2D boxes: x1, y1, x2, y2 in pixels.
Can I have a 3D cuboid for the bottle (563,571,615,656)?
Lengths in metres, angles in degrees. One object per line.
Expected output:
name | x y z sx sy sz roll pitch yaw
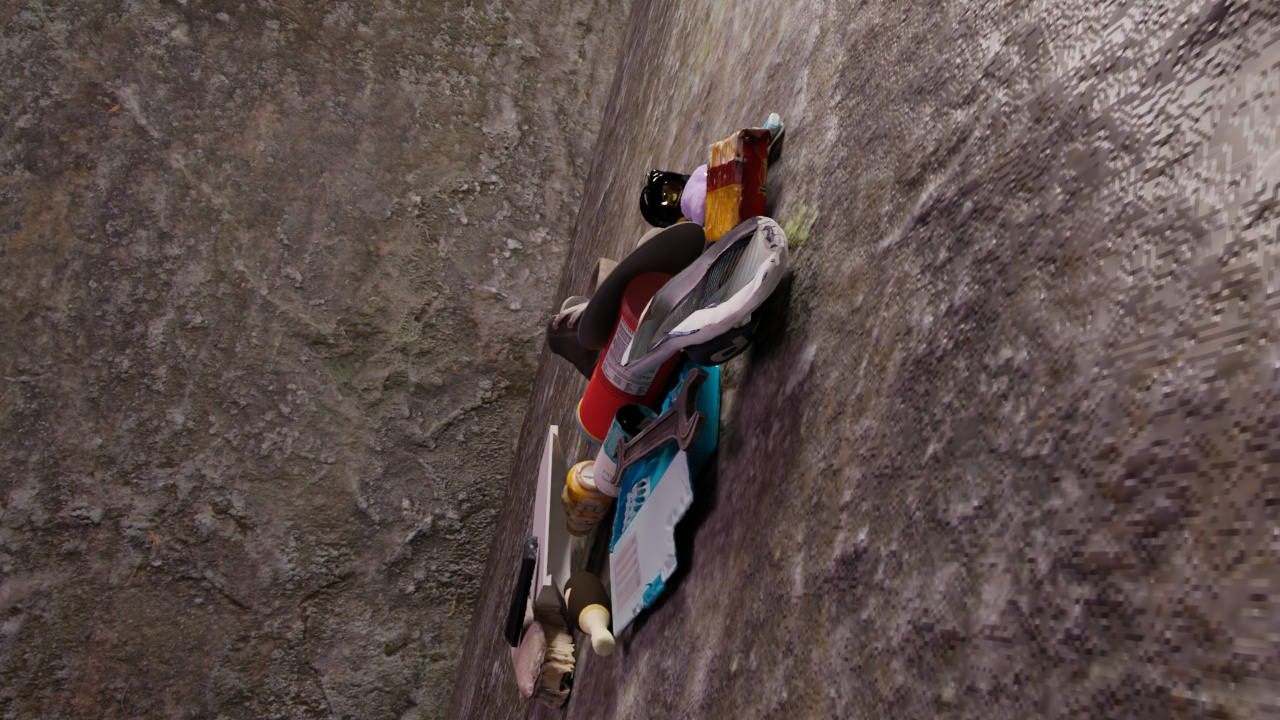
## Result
bottle | -0.049 0.263 0.944 0.184 0.045 0.045 -168 94 -80

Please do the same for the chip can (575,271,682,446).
chip can | -0.006 0.006 0.996 0.214 0.087 0.086 116 166 -48

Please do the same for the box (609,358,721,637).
box | 0.014 0.131 0.828 0.227 0.039 0.181 118 163 -51

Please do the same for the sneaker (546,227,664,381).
sneaker | -0.034 -0.069 1.109 0.095 0.120 0.235 -29 -34 -45

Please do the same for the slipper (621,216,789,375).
slipper | 0.061 -0.039 0.747 0.264 0.063 0.111 -27 35 63

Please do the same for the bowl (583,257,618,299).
bowl | -0.051 -0.070 1.395 0.162 0.070 0.162 -165 91 -80

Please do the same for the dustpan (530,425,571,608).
dustpan | -0.106 0.220 1.190 0.258 0.053 0.191 113 159 -64

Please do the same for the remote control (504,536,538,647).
remote control | -0.151 0.291 1.155 0.047 0.022 0.150 -93 15 -62

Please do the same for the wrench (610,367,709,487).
wrench | 0.011 0.069 0.816 0.274 0.010 0.070 133 148 -67

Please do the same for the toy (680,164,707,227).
toy | 0.074 -0.184 1.001 0.080 0.036 0.099 -61 17 16

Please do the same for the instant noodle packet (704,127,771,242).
instant noodle packet | 0.087 -0.159 0.847 0.135 0.039 0.098 -149 64 -79

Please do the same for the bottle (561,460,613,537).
bottle | -0.067 0.174 1.136 0.109 0.063 0.063 108 171 -45

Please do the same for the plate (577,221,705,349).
plate | -0.001 -0.081 0.977 0.178 0.012 0.179 -38 -19 -16

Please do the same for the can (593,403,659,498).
can | -0.014 0.098 0.984 0.054 0.055 0.102 -87 16 -53

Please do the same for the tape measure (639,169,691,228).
tape measure | 0.035 -0.199 1.135 0.042 0.071 0.072 145 134 -69

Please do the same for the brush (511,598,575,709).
brush | -0.130 0.372 1.186 0.271 0.056 0.083 172 117 -78

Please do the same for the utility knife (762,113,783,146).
utility knife | 0.108 -0.193 0.889 0.141 0.015 0.022 124 163 -68
